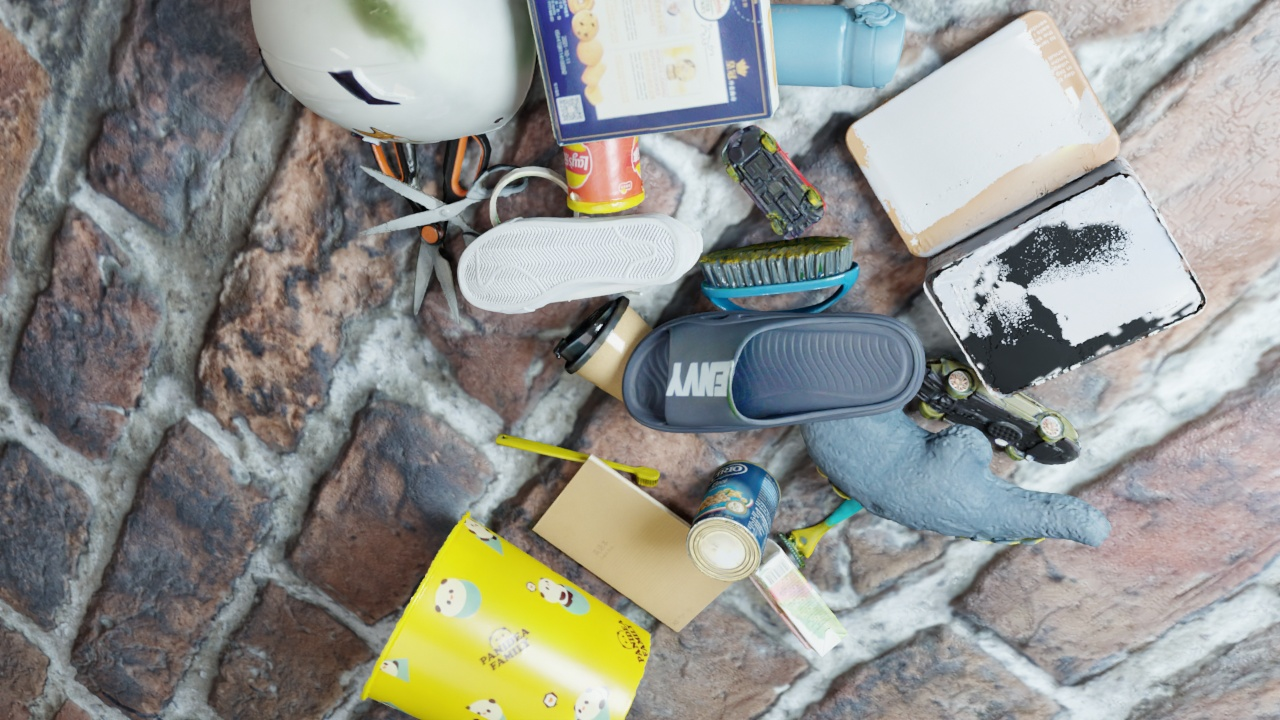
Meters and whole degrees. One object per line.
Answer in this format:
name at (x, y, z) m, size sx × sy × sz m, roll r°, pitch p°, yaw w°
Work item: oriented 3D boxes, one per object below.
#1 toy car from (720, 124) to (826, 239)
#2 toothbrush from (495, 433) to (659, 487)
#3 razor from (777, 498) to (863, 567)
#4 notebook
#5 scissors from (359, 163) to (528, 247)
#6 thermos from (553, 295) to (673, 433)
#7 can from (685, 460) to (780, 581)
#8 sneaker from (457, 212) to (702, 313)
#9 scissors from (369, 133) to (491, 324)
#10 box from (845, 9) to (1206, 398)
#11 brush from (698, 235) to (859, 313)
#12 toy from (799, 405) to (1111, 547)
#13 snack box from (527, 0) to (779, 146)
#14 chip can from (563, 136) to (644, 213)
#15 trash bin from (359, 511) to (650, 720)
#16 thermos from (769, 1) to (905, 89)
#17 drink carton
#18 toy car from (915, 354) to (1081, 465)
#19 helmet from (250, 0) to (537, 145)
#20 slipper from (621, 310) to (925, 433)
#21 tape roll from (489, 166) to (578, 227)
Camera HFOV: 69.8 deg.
toy car at (0.116, -0.158, 0.804) m, size 0.049 × 0.031 × 0.106 m, roll -39°, pitch 96°, yaw 29°
toothbrush at (-0.071, 0.109, 1.010) m, size 0.190 × 0.015 × 0.017 m, roll 12°, pitch 125°, yaw 14°
razor at (0.197, 0.160, 0.933) m, size 0.133 × 0.028 × 0.043 m, roll -48°, pitch 62°, yaw 33°
notebook at (-0.004, 0.210, 1.030) m, size 0.211 × 0.012 × 0.150 m, roll 36°, pitch 126°, yaw -2°
scissors at (-0.185, -0.146, 0.890) m, size 0.160 × 0.014 × 0.181 m, roll -42°, pitch 120°, yaw 18°
thermos at (-0.005, 0.005, 0.898) m, size 0.143 × 0.092 × 0.093 m, roll 39°, pitch 121°, yaw -11°
can at (0.094, 0.160, 0.921) m, size 0.075 × 0.110 × 0.075 m, roll 8°, pitch 117°, yaw 16°
sneaker at (-0.057, -0.099, 0.866) m, size 0.243 × 0.090 × 0.089 m, roll -5°, pitch 101°, yaw 25°
scissors at (-0.218, -0.152, 0.930) m, size 0.204 × 0.021 × 0.225 m, roll 40°, pitch 121°, yaw -3°
box at (0.301, -0.121, 0.737) m, size 0.177 × 0.082 × 0.260 m, roll -29°, pitch 99°, yaw 29°
brush at (0.125, -0.070, 0.830) m, size 0.144 × 0.055 × 0.073 m, roll -4°, pitch 112°, yaw 20°
toy at (0.229, 0.081, 0.833) m, size 0.356 × 0.091 × 0.138 m, roll 33°, pitch 144°, yaw 17°
snack box at (0.007, -0.268, 0.704) m, size 0.183 × 0.045 × 0.178 m, roll -3°, pitch 113°, yaw 17°
chip can at (-0.039, -0.242, 0.796) m, size 0.073 × 0.073 × 0.217 m, roll 3°, pitch 114°, yaw 18°
trash bin at (-0.143, 0.331, 1.033) m, size 0.255 × 0.229 × 0.230 m, roll 29°, pitch 121°, yaw -3°
thermos at (0.099, -0.257, 0.743) m, size 0.221 × 0.070 × 0.070 m, roll 7°, pitch 117°, yaw 16°
drink carton at (0.161, 0.251, 0.970) m, size 0.045 × 0.053 × 0.122 m, roll -39°, pitch 100°, yaw -7°
toy car at (0.317, 0.047, 0.821) m, size 0.158 × 0.042 × 0.070 m, roll 29°, pitch 157°, yaw 3°
helmet at (-0.228, -0.293, 0.779) m, size 0.274 × 0.156 × 0.230 m, roll 14°, pitch 111°, yaw 16°
slipper at (0.104, 0.005, 0.789) m, size 0.268 × 0.083 × 0.110 m, roll -4°, pitch 86°, yaw 18°
tape roll at (-0.102, -0.144, 0.882) m, size 0.086 × 0.013 × 0.086 m, roll -1°, pitch 125°, yaw -1°
